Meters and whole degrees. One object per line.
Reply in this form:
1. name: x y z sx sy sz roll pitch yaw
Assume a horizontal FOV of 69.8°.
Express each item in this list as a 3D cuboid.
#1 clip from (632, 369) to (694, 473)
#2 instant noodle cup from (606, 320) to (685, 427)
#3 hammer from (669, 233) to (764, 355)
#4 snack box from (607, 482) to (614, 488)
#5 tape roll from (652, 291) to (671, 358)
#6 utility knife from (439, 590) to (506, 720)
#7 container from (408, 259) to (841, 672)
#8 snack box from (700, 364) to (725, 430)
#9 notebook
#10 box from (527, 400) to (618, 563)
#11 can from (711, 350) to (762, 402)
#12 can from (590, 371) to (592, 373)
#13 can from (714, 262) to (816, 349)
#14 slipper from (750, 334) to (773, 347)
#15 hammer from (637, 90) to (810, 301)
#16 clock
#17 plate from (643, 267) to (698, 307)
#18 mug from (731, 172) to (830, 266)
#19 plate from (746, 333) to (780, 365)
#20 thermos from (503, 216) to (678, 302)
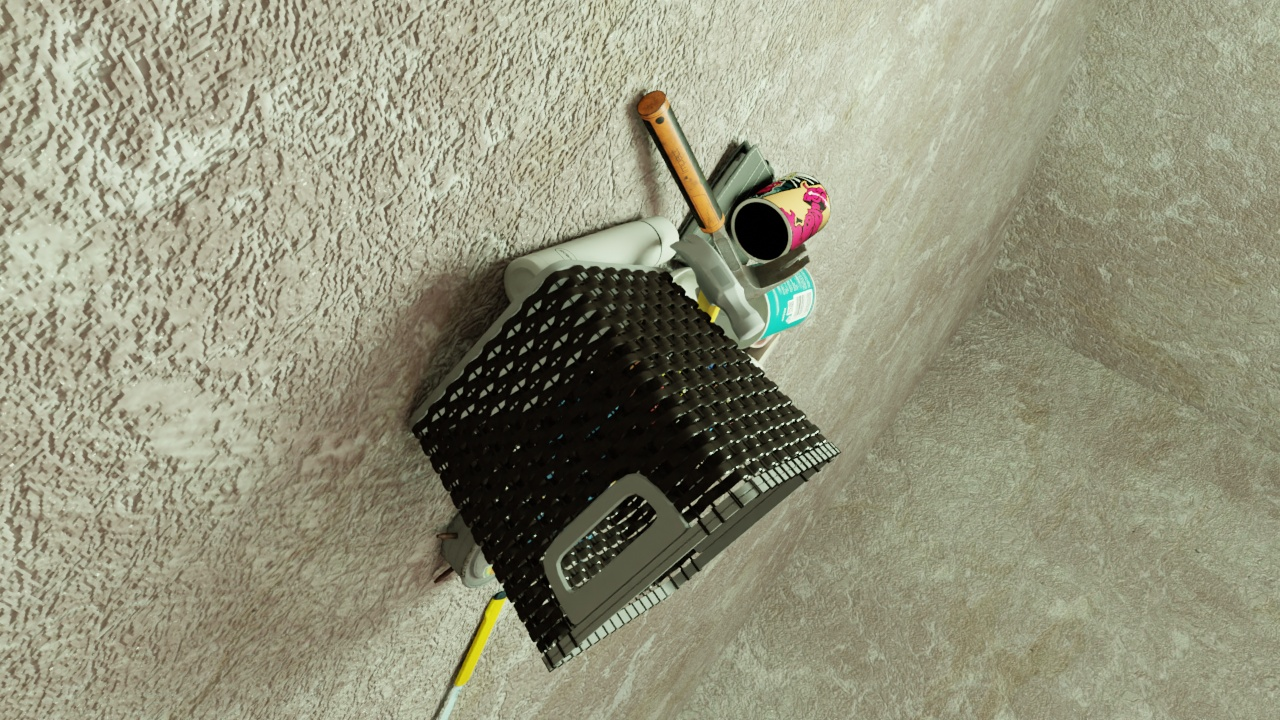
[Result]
1. clip: 0.012 0.073 1.156 0.152 0.099 0.126 -63 177 -23
2. instant noodle cup: -0.006 0.006 1.044 0.100 0.100 0.112 -48 148 -22
3. hammer: 0.070 -0.048 1.014 0.029 0.127 0.324 -30 171 -7
4. snack box: -0.015 0.145 1.243 0.056 0.057 0.206 -57 158 7
5. tape roll: 0.032 -0.034 1.013 0.093 0.018 0.094 -14 89 -78
6. utility knife: -0.219 0.389 1.185 0.030 0.019 0.217 6 109 -59
7. container: -0.018 0.077 0.823 0.248 0.243 0.245 -45 163 22
8. snack box: 0.067 0.057 1.254 0.034 0.087 0.152 -34 148 -46
9. notebook: 0.115 -0.171 1.141 0.169 0.029 0.209 -57 161 3
10. box: -0.079 0.140 1.056 0.054 0.093 0.232 -100 -157 -54
11. can: 0.111 0.040 1.325 0.116 0.087 0.086 -63 157 13
12. can: -0.057 -0.024 0.968 0.031 0.031 0.081 -33 147 -45
13. can: 0.152 -0.077 1.185 0.143 0.099 0.099 -20 137 -54
14. slipper: 0.175 -0.066 1.350 0.238 0.064 0.094 -11 129 -59
15. hammer: 0.080 -0.162 0.957 0.138 0.035 0.314 -19 144 14
16. clock: -0.157 0.189 1.007 0.147 0.056 0.104 -33 147 -42
17. plate: 0.032 -0.071 1.093 0.104 0.026 0.104 -39 151 -27
18. mug: 0.172 -0.156 1.113 0.098 0.082 0.118 -36 128 -42
19. plate: 0.157 0.030 1.450 0.188 0.027 0.189 -54 172 -11
20. thermos: -0.038 -0.097 0.886 0.223 0.052 0.052 -28 143 -50
